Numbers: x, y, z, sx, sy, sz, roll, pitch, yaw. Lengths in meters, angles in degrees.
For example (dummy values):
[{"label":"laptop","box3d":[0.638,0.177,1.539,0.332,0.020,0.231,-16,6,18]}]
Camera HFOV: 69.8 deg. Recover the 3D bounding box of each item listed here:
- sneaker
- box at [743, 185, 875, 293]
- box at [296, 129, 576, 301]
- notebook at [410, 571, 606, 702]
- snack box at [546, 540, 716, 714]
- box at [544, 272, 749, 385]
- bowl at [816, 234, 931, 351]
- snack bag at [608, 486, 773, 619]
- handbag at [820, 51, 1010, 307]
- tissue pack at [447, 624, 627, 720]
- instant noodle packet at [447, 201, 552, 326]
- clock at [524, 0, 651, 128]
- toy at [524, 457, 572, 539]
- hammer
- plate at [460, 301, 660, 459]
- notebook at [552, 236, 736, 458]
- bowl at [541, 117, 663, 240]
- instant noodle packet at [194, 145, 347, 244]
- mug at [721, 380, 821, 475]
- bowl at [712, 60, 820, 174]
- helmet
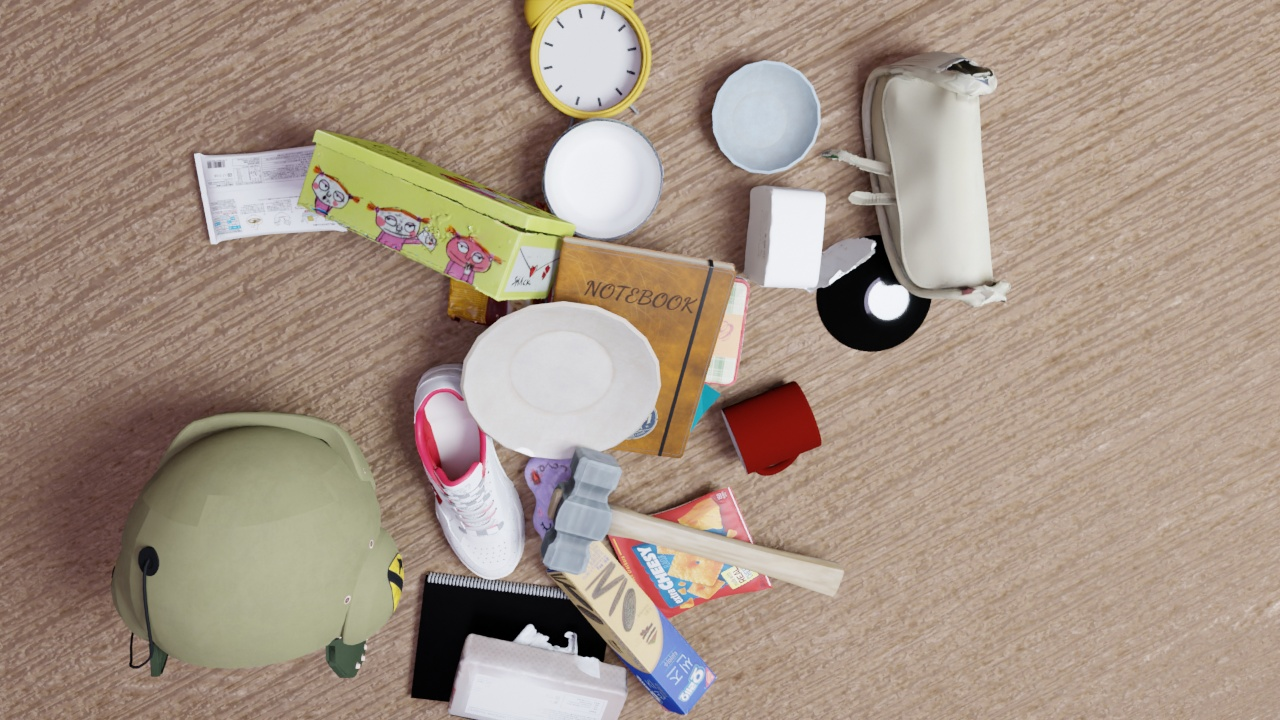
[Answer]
[{"label":"sneaker","box3d":[-0.177,0.126,0.932,0.090,0.104,0.237,-9,102,-1]},{"label":"box","box3d":[0.175,-0.117,0.901,0.130,0.110,0.103,2,101,-3]},{"label":"box","box3d":[-0.185,-0.134,0.838,0.221,0.124,0.082,27,102,15]},{"label":"notebook","box3d":[-0.143,0.317,1.020,0.206,0.016,0.149,8,102,-5]},{"label":"snack box","box3d":[-0.009,0.282,0.977,0.056,0.057,0.207,-42,95,-29]},{"label":"box","box3d":[0.004,-0.041,0.937,0.205,0.050,0.118,7,102,-6]},{"label":"bowl","box3d":[0.249,-0.065,0.943,0.124,0.052,0.124,-1,102,-3]},{"label":"snack bag","box3d":[0.053,0.214,0.996,0.144,0.039,0.131,-21,104,11]},{"label":"handbag","box3d":[0.258,-0.167,0.853,0.132,0.184,0.229,-10,100,-3]},{"label":"tissue pack","box3d":[-0.108,0.348,0.994,0.181,0.071,0.104,15,118,-4]},{"label":"instant noodle packet","box3d":[-0.139,-0.098,0.912,0.099,0.039,0.135,11,101,14]},{"label":"clock","box3d":[-0.051,-0.305,0.879,0.113,0.052,0.152,-13,107,-1]},{"label":"toy","box3d":[-0.081,0.144,0.975,0.080,0.036,0.100,-12,102,7]},{"label":"hammer","box3d":[0.061,0.188,0.942,0.322,0.051,0.117,18,99,-15]},{"label":"plate","box3d":[-0.076,0.017,0.881,0.188,0.027,0.189,-3,127,-4]},{"label":"notebook","box3d":[-0.006,0.003,0.905,0.178,0.014,0.250,9,125,-7]},{"label":"bowl","box3d":[-0.037,-0.177,0.897,0.116,0.065,0.116,-1,102,-3]},{"label":"instant noodle packet","box3d":[-0.362,-0.165,0.901,0.134,0.026,0.087,-6,102,-2]},{"label":"mug","box3d":[0.140,0.081,0.964,0.082,0.073,0.106,-22,131,1]},{"label":"bowl","box3d":[0.121,-0.238,0.906,0.106,0.039,0.106,-1,102,-3]},{"label":"helmet","box3d":[-0.343,0.162,0.843,0.250,0.255,0.233,2,105,-5]}]
